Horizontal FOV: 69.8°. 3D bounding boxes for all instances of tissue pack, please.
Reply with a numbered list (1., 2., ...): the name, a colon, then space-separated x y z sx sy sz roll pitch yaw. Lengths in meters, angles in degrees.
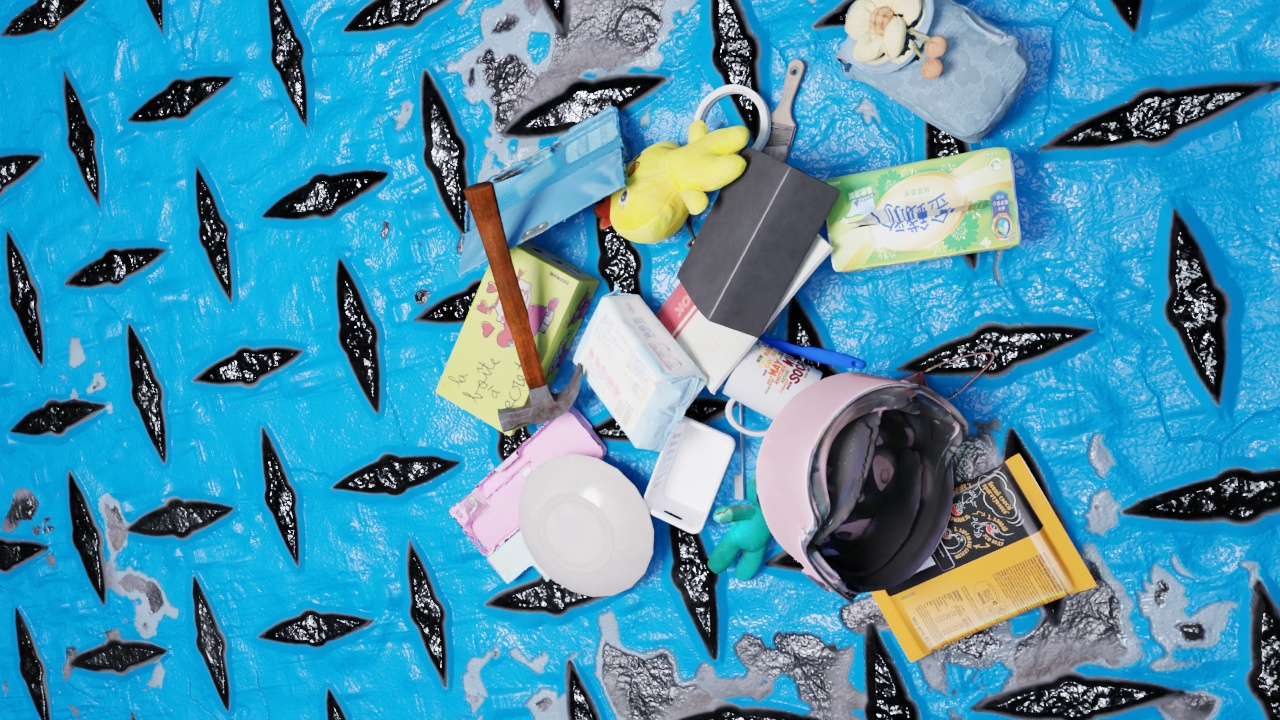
1. tissue pack: -0.006 0.006 1.081 0.182 0.069 0.112 54 134 32
2. tissue pack: 0.289 -0.154 0.953 0.198 0.141 0.120 -14 91 20

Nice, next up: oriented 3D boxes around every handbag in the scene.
1. handbag: 0.337 0.023 1.021 0.120 0.029 0.055 -32 88 14
2. handbag: 0.299 -0.314 0.945 0.192 0.118 0.122 41 107 16
3. handbag: 0.100 -0.152 1.021 0.176 0.072 0.195 -63 34 16

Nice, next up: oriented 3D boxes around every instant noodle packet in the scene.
1. instant noodle packet: 0.362 0.225 1.027 0.221 0.032 0.160 -31 83 19

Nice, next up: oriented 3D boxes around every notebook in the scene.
1. notebook: 0.110 -0.087 1.044 0.209 0.012 0.153 -53 45 19

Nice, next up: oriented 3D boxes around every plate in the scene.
1. plate: -0.075 0.209 1.136 0.189 0.027 0.189 6 105 23

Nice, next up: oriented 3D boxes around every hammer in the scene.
1. hammer: -0.143 -0.059 1.050 0.111 0.028 0.301 -15 119 -4

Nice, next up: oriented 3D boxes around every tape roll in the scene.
1. tape roll: 0.105 -0.271 1.064 0.093 0.013 0.093 3 95 29

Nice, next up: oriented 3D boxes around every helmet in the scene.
1. helmet: 0.221 0.126 0.970 0.153 0.255 0.230 19 77 52

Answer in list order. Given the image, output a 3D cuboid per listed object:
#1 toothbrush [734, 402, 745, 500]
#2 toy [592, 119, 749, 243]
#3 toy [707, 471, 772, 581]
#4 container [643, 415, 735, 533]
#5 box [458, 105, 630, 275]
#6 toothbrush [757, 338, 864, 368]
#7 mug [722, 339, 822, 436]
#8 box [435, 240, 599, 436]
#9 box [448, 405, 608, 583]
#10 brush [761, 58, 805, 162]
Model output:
1. toothbrush: 0.118 0.079 1.108 0.010 0.010 0.181 0 96 22
2. toy: 0.037 -0.200 1.043 0.092 0.133 0.208 32 143 -28
3. toy: 0.146 0.176 1.081 0.130 0.072 0.194 21 110 -24
4. container: 0.063 0.134 1.111 0.081 0.049 0.129 23 103 15
5. box: -0.114 -0.195 1.089 0.232 0.033 0.174 -24 43 19
6. toothbrush: 0.172 -0.015 1.078 0.183 0.018 0.016 13 100 14
7. mug: 0.144 0.039 1.055 0.089 0.073 0.105 28 104 8
8. box: -0.156 -0.030 1.154 0.124 0.080 0.221 32 104 13
9. box: -0.123 0.187 1.191 0.231 0.035 0.159 -41 85 18
10. brush: 0.160 -0.269 1.053 0.039 0.012 0.151 18 102 17
